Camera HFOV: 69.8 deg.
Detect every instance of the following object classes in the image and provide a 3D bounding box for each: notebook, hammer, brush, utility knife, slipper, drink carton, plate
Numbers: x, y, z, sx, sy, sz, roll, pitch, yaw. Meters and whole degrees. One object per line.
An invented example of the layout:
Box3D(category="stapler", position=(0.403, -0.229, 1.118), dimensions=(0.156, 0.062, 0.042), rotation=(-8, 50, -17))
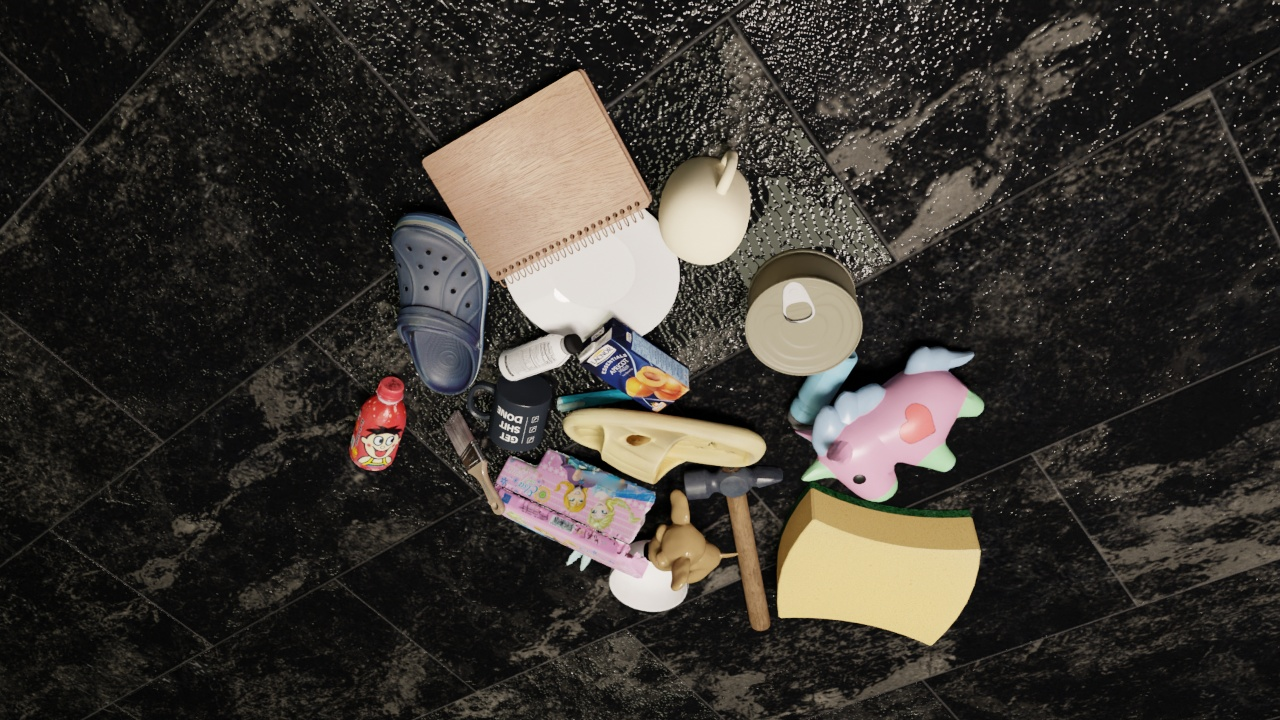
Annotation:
Box3D(category="notebook", position=(-0.111, -0.192, 1.006), dimensions=(0.211, 0.022, 0.169), rotation=(-23, 107, 22))
Box3D(category="hammer", position=(0.152, 0.272, 1.301), dimensions=(0.129, 0.040, 0.322), rotation=(-8, 124, 9))
Box3D(category="brush", position=(-0.220, 0.139, 1.231), dimensions=(0.039, 0.012, 0.151), rotation=(-35, 82, 36))
Box3D(category="utility knife", position=(-0.049, 0.050, 1.186), dimensions=(0.124, 0.015, 0.022), rotation=(-8, 126, 11))
Box3D(category="slipper", position=(0.028, 0.120, 1.168), dimensions=(0.261, 0.079, 0.111), rotation=(6, 157, -1))
Box3D(category="drink carton", position=(-0.007, 0.007, 1.119), dimensions=(0.130, 0.040, 0.064), rotation=(34, 125, -27))
Box3D(category="brush", position=(0.317, 0.280, 1.255), dimensions=(0.250, 0.075, 0.195), rotation=(10, 125, 1))
Box3D(category="slipper", position=(-0.238, -0.053, 1.096), dimensions=(0.105, 0.095, 0.253), rotation=(6, 129, 7))
Box3D(category="plate", position=(-0.058, -0.107, 1.077), dimensions=(0.209, 0.015, 0.209), rotation=(4, 125, 5))

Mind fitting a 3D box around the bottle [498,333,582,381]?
Box3D(category="bottle", position=(-0.120, -0.007, 1.125), dimensions=(0.116, 0.041, 0.041), rotation=(-18, 121, 34))

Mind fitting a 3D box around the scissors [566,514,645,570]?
Box3D(category="scissors", position=(-0.051, 0.259, 1.333), dimensions=(0.105, 0.016, 0.179), rotation=(17, 125, -4))

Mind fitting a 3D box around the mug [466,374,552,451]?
Box3D(category="mug", position=(-0.171, 0.060, 1.177), dimensions=(0.105, 0.071, 0.078), rotation=(17, 125, 0))

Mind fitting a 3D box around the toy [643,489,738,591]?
Box3D(category="toy", position=(0.062, 0.255, 1.230), dimensions=(0.106, 0.134, 0.108), rotation=(-17, 147, 31))

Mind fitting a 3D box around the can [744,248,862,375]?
Box3D(category="can", position=(0.184, -0.055, 1.043), dimensions=(0.128, 0.073, 0.128), rotation=(4, 125, 5))

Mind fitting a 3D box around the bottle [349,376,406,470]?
Box3D(category="bottle", position=(-0.345, 0.081, 1.222), dimensions=(0.062, 0.061, 0.138), rotation=(22, 126, -7))

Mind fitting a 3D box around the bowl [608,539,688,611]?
Box3D(category="bowl", position=(0.014, 0.301, 1.322), dimensions=(0.113, 0.063, 0.114), rotation=(4, 125, 5))

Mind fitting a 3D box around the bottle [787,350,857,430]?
Box3D(category="bottle", position=(0.218, 0.036, 1.122), dimensions=(0.040, 0.040, 0.130), rotation=(21, 125, -6))

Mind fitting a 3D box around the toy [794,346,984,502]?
Box3D(category="toy", position=(0.296, 0.067, 1.080), dimensions=(0.171, 0.120, 0.222), rotation=(24, 97, -14))

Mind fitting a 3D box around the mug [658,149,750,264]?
Box3D(category="mug", position=(0.072, -0.162, 0.968), dimensions=(0.096, 0.099, 0.120), rotation=(23, 125, -8))

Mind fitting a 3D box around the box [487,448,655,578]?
Box3D(category="box", position=(-0.083, 0.198, 1.240), dimensions=(0.231, 0.105, 0.086), rotation=(19, 161, 26))
